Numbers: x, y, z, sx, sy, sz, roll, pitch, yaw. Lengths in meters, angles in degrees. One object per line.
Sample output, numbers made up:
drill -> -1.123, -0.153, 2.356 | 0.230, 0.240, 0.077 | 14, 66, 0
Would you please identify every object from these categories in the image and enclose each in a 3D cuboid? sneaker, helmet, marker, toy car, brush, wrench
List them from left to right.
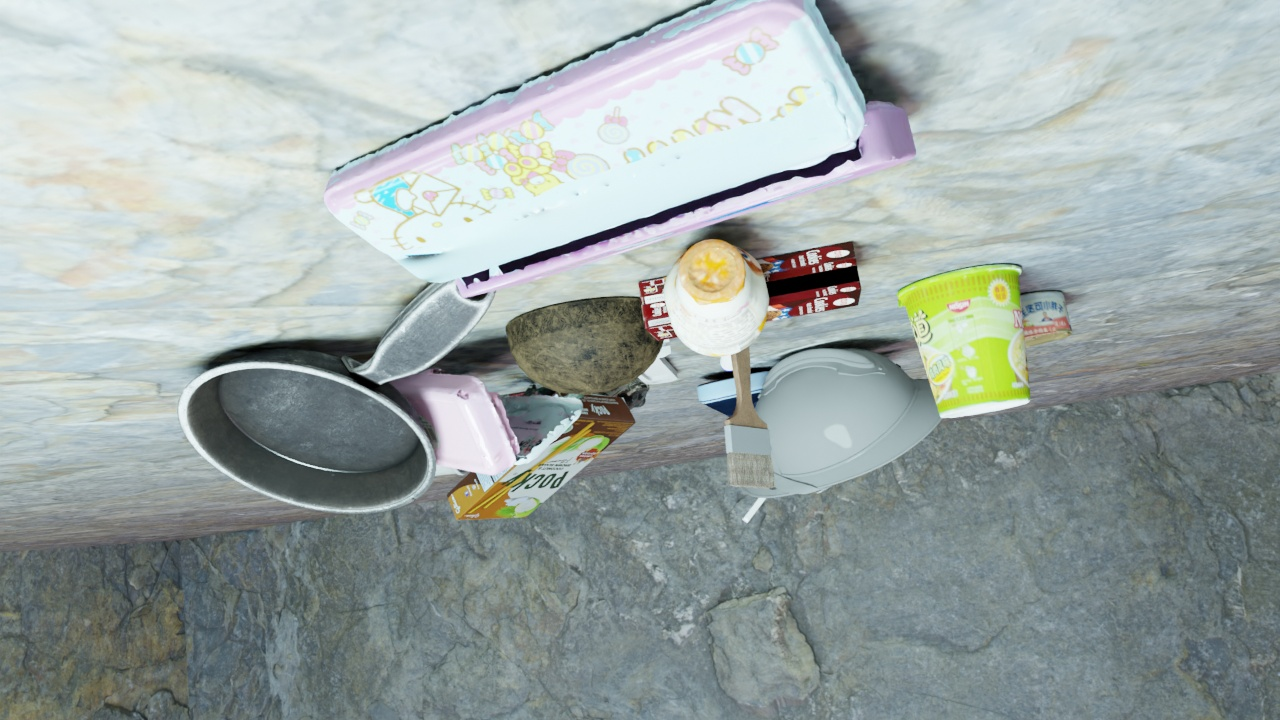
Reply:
toy car -> -0.040, 0.054, 1.028 | 0.113, 0.040, 0.048 | -38, 165, 20
wrench -> -0.005, 0.005, 0.888 | 0.087, 0.018, 0.273 | -9, 171, 6
marker -> 0.087, -0.010, 0.868 | 0.020, 0.020, 0.141 | -8, 170, 2
brush -> 0.080, 0.025, 0.699 | 0.045, 0.143, 0.008 | 11, 159, -38
sneaker -> 0.153, 0.067, 1.128 | 0.084, 0.098, 0.240 | -14, 169, 31
helmet -> 0.189, 0.044, 0.996 | 0.272, 0.118, 0.182 | -23, -162, 41

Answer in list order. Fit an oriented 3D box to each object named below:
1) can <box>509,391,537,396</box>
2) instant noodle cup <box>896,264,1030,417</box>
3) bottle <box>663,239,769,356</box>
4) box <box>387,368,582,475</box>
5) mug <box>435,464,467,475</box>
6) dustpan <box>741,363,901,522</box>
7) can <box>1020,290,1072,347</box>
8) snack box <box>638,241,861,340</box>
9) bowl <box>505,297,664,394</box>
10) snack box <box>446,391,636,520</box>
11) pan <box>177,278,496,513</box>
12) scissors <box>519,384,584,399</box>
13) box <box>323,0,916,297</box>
can -> -0.127, 0.068, 1.003 | 0.105, 0.064, 0.064 | -10, 170, 11
instant noodle cup -> 0.268, -0.013, 0.742 | 0.099, 0.108, 0.099 | -9, 170, -2
bottle -> 0.044, -0.039, 0.538 | 0.063, 0.063, 0.109 | -9, 170, 5
box -> -0.140, 0.037, 0.747 | 0.102, 0.087, 0.202 | -30, -162, -35
mug -> -0.218, 0.069, 0.928 | 0.070, 0.084, 0.113 | -7, 141, 8
dustpan -> 0.219, 0.107, 1.155 | 0.257, 0.033, 0.163 | -52, 175, -3
can -> 0.363, -0.035, 0.878 | 0.086, 0.043, 0.086 | -8, 170, -2
snack box -> 0.074, -0.045, 0.618 | 0.141, 0.031, 0.051 | -10, 170, 10
bowl -> -0.038, -0.004, 0.689 | 0.121, 0.056, 0.121 | -8, 170, -2
snack box -> -0.103, 0.102, 0.949 | 0.186, 0.031, 0.101 | -42, 151, 26
pan -> -0.193, 0.019, 0.631 | 0.187, 0.055, 0.358 | 30, 134, -25
scissors -> -0.092, 0.033, 0.854 | 0.147, 0.015, 0.209 | -31, -169, 9
box -> -0.008, -0.072, 0.376 | 0.215, 0.048, 0.149 | -14, 165, 30
